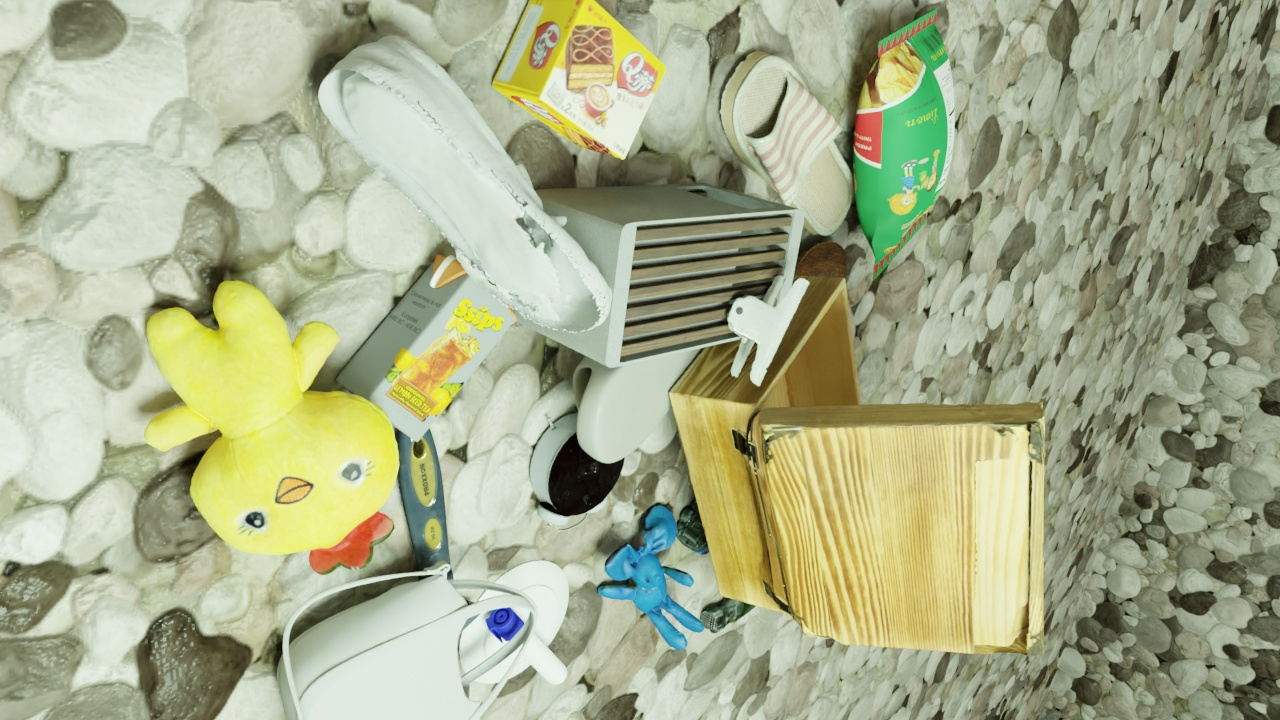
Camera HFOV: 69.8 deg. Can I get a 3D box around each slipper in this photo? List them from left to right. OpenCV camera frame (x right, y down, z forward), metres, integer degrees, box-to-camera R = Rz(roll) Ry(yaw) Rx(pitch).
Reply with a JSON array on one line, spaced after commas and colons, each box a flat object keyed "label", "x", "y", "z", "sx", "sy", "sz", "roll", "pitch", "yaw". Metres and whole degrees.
[{"label": "slipper", "x": -0.108, "y": -0.112, "z": 0.631, "sx": 0.247, "sy": 0.112, "sz": 0.074, "roll": 48, "pitch": 62, "yaw": -24}, {"label": "slipper", "x": -0.005, "y": 0.005, "z": 0.860, "sx": 0.265, "sy": 0.081, "sz": 0.113, "roll": -36, "pitch": 142, "yaw": -54}, {"label": "slipper", "x": 0.166, "y": -0.209, "z": 0.940, "sx": 0.263, "sy": 0.052, "sz": 0.115, "roll": 35, "pitch": 81, "yaw": -50}]

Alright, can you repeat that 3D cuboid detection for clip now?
[{"label": "clip", "x": 0.103, "y": -0.033, "z": 0.803, "sx": 0.102, "sy": 0.052, "sz": 0.058, "roll": -64, "pitch": 169, "yaw": -1}]

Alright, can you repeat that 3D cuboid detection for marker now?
[{"label": "marker", "x": -0.109, "y": 0.282, "z": 0.899, "sx": 0.027, "sy": 0.023, "sz": 0.133, "roll": -32, "pitch": 134, "yaw": -5}]

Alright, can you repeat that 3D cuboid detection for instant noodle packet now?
[{"label": "instant noodle packet", "x": 0.294, "y": -0.242, "z": 1.020, "sx": 0.195, "sy": 0.090, "sz": 0.253, "roll": -40, "pitch": 133, "yaw": -47}]

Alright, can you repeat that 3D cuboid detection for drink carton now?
[{"label": "drink carton", "x": -0.159, "y": -0.011, "z": 0.692, "sx": 0.124, "sy": 0.048, "sz": 0.076, "roll": -53, "pitch": 139, "yaw": -13}]

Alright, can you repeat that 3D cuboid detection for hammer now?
[{"label": "hammer", "x": 0.141, "y": 0.181, "z": 1.134, "sx": 0.130, "sy": 0.032, "sz": 0.319, "roll": -17, "pitch": 121, "yaw": -40}]

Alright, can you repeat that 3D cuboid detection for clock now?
[{"label": "clock", "x": -0.061, "y": 0.107, "z": 0.871, "sx": 0.094, "sy": 0.035, "sz": 0.123, "roll": -15, "pitch": 121, "yaw": -43}]

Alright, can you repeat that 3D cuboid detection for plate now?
[{"label": "plate", "x": -0.119, "y": 0.262, "z": 0.907, "sx": 0.134, "sy": 0.011, "sz": 0.135, "roll": -24, "pitch": 126, "yaw": -38}]

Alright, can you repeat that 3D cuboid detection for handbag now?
[{"label": "handbag", "x": -0.177, "y": 0.255, "z": 0.763, "sx": 0.222, "sy": 0.095, "sz": 0.216, "roll": -23, "pitch": 127, "yaw": -31}]

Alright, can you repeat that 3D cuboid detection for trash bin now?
[{"label": "trash bin", "x": 0.020, "y": -0.083, "z": 0.797, "sx": 0.228, "sy": 0.114, "sz": 0.115, "roll": -13, "pitch": 118, "yaw": -43}]

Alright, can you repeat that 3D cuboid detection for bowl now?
[{"label": "bowl", "x": 0.194, "y": -0.089, "z": 1.052, "sx": 0.114, "sy": 0.026, "sz": 0.102, "roll": -10, "pitch": 116, "yaw": -45}]

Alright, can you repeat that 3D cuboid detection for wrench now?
[{"label": "wrench", "x": -0.179, "y": 0.168, "z": 0.785, "sx": 0.073, "sy": 0.022, "sz": 0.274, "roll": -22, "pitch": 126, "yaw": -32}]

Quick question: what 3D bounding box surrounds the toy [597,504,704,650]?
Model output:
[{"label": "toy", "x": 0.017, "y": 0.237, "z": 1.001, "sx": 0.112, "sy": 0.071, "sz": 0.176, "roll": -43, "pitch": 126, "yaw": -27}]

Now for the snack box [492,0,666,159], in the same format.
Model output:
[{"label": "snack box", "x": -0.044, "y": -0.216, "z": 0.699, "sx": 0.105, "sy": 0.061, "sz": 0.083, "roll": 24, "pitch": 91, "yaw": -51}]

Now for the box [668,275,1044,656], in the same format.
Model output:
[{"label": "box", "x": 0.227, "y": 0.113, "z": 0.879, "sx": 0.285, "sy": 0.335, "sz": 0.279, "roll": -47, "pitch": 135, "yaw": -41}]

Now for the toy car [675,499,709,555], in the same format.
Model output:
[{"label": "toy car", "x": 0.090, "y": 0.169, "z": 1.057, "sx": 0.120, "sy": 0.056, "sz": 0.043, "roll": -51, "pitch": 145, "yaw": -11}]

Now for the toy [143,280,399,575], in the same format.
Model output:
[{"label": "toy", "x": -0.239, "y": 0.048, "z": 0.608, "sx": 0.133, "sy": 0.092, "sz": 0.208, "roll": -27, "pitch": 122, "yaw": -10}]
